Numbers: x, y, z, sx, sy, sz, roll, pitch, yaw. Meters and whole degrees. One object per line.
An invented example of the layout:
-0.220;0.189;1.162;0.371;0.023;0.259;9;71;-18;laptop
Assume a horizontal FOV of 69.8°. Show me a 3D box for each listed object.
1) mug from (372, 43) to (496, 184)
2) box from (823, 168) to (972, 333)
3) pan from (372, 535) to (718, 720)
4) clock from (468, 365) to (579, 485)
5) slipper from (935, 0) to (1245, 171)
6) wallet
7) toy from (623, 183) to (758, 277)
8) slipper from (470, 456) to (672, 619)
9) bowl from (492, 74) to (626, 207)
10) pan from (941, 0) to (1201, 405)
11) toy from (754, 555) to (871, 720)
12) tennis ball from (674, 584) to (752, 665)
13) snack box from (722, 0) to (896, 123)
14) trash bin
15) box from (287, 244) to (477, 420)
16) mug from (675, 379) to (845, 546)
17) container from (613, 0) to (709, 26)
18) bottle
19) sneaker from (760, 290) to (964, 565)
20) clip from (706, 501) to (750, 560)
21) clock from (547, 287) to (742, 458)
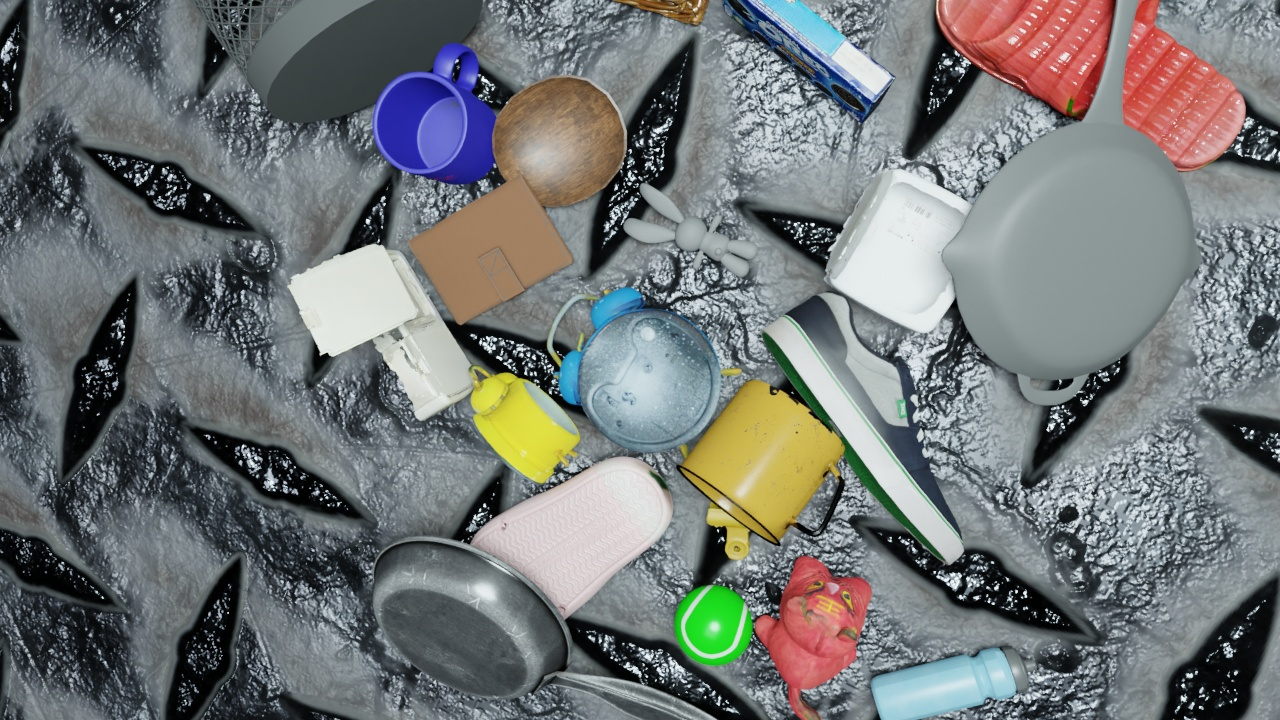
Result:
-0.161;-0.205;0.758;0.079;0.083;0.111;21;98;7;mug
0.193;-0.088;0.682;0.121;0.136;0.109;30;97;5;box
-0.073;0.262;0.780;0.357;0.055;0.188;30;132;0;pan
-0.104;0.050;0.773;0.119;0.083;0.057;45;95;1;clock
0.340;-0.231;0.682;0.249;0.059;0.103;33;100;4;slipper
-0.129;-0.093;0.789;0.121;0.013;0.087;-27;103;15;wallet
0.042;-0.104;0.759;0.112;0.030;0.049;25;113;2;toy
-0.066;0.156;0.787;0.222;0.055;0.107;-38;90;21;slipper
-0.066;-0.184;0.770;0.114;0.026;0.102;-23;104;15;bowl
0.331;-0.134;0.658;0.216;0.024;0.355;0;107;-12;pan
0.135;0.235;0.742;0.088;0.094;0.133;12;98;9;toy
0.061;0.221;0.767;0.065;0.065;0.065;1;95;10;tennis ball
0.126;-0.245;0.705;0.150;0.082;0.027;40;98;5;snack box
-0.261;-0.333;0.703;0.218;0.217;0.227;-30;93;11;trash bin
-0.182;-0.026;0.725;0.070;0.186;0.143;-30;96;10;box
0.104;0.083;0.715;0.124;0.100;0.094;32;79;34;mug
0.002;-0.407;0.659;0.162;0.183;0.250;18;98;6;container
0.257;0.264;0.750;0.130;0.040;0.040;-18;92;11;bottle
0.195;0.050;0.724;0.079;0.084;0.235;-35;88;-2;sneaker
0.083;0.142;0.782;0.054;0.044;0.049;2;137;9;clip
-0.005;0.004;0.763;0.161;0.060;0.117;34;101;7;clock
